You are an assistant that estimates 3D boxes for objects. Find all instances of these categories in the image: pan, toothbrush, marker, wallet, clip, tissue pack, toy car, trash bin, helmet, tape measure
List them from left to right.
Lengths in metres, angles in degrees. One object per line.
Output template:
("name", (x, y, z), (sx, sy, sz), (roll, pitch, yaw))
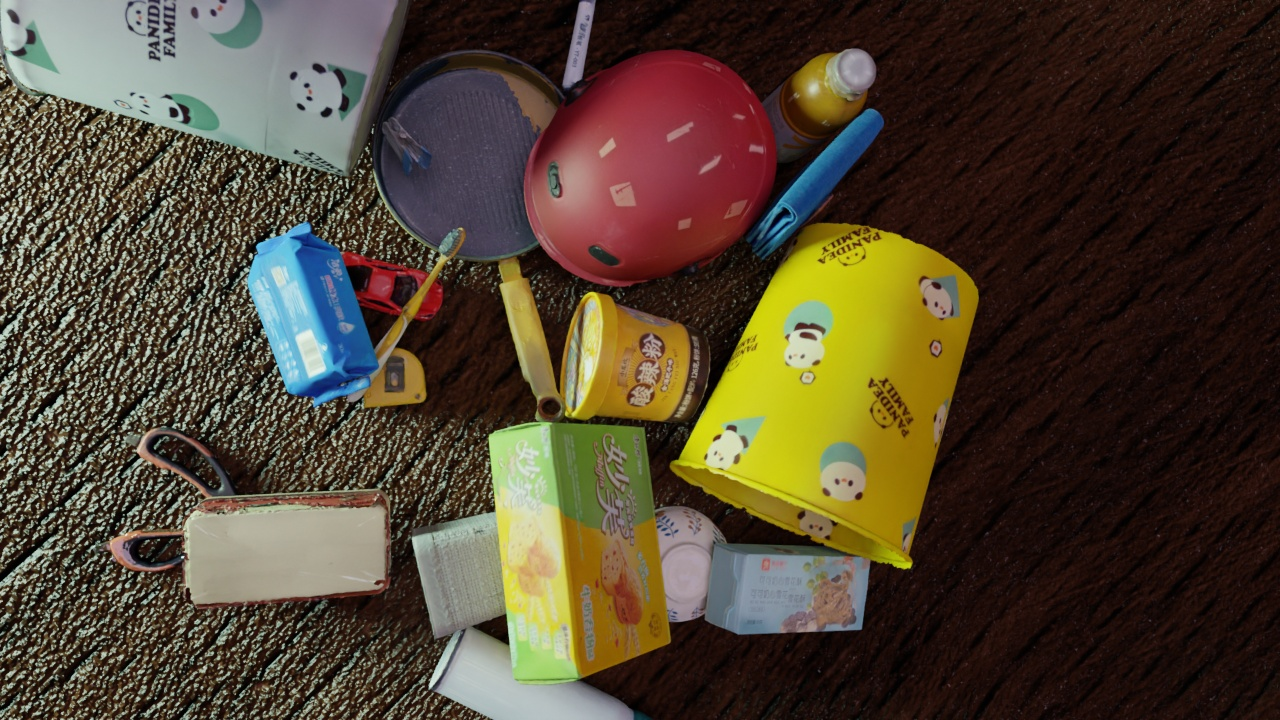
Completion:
("trash bin", (-0.334, -0.281, 0.751), (0.251, 0.230, 0.229), (18, 86, -15))
("tissue pack", (-0.291, -0.041, 0.816), (0.052, 0.095, 0.157), (-24, 96, -51))
("toy car", (-0.238, -0.069, 0.858), (0.106, 0.031, 0.049), (15, 87, -13))
("tape measure", (-0.231, 0.016, 0.858), (0.060, 0.029, 0.057), (-5, 89, -12))
("clip", (-0.212, -0.193, 0.819), (0.045, 0.027, 0.058), (-33, 76, -31))
("toothbrush", (-0.213, -0.040, 0.825), (0.016, 0.018, 0.191), (37, 98, 13))
("pan", (-0.128, -0.114, 0.855), (0.197, 0.078, 0.357), (-15, 92, -11))
("marker", (-0.059, -0.325, 0.903), (0.022, 0.018, 0.130), (11, 86, -2))
("helmet", (0.023, -0.180, 0.828), (0.239, 0.144, 0.207), (-38, 100, -28))
("wallet", (0.155, -0.155, 0.822), (0.040, 0.106, 0.132), (43, 71, 1))
("trash bin", (0.181, 0.029, 0.850), (0.229, 0.230, 0.255), (26, 78, -10))

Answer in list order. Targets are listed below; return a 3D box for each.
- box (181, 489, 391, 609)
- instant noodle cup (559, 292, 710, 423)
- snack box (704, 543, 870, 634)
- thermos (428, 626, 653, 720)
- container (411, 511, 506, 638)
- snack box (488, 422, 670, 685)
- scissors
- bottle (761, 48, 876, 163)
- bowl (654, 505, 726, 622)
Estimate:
("box", (-0.305, 0.162, 0.802), (0.168, 0.080, 0.091), (-1, 93, -16))
("instant noodle cup", (-0.005, 0.005, 0.863), (0.114, 0.118, 0.118), (12, 87, -19))
("snack box", (0.145, 0.220, 0.888), (0.174, 0.052, 0.074), (9, 88, -35))
("thermos", (-0.083, 0.324, 0.863), (0.224, 0.073, 0.073), (29, 84, -8))
("container", (-0.144, 0.188, 0.844), (0.114, 0.090, 0.090), (-13, 92, -15))
("snack box", (-0.050, 0.162, 0.810), (0.070, 0.157, 0.210), (-12, 80, 29))
("scissors", (-0.381, 0.146, 0.834), (0.226, 0.015, 0.189), (-12, 91, -12))
("bottle", (0.160, -0.238, 0.857), (0.068, 0.190, 0.068), (1, 87, -12))
("bowl", (0.039, 0.202, 0.893), (0.113, 0.062, 0.113), (0, 88, -13))
